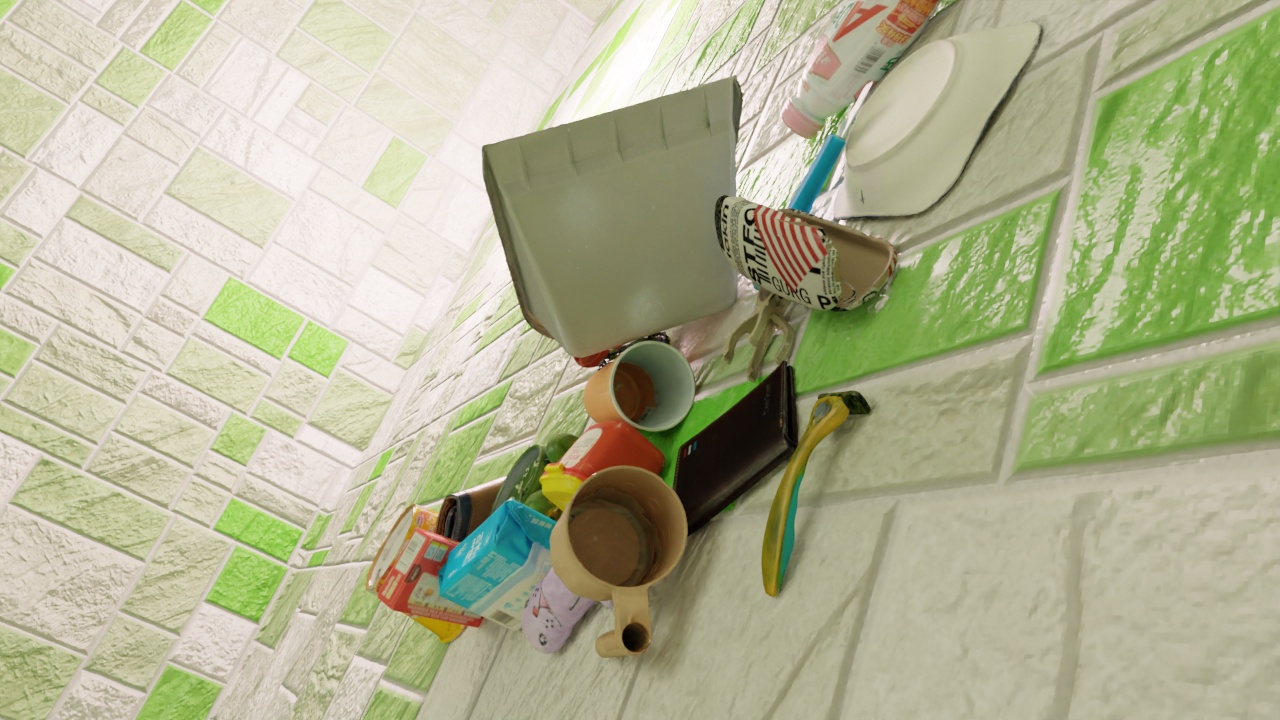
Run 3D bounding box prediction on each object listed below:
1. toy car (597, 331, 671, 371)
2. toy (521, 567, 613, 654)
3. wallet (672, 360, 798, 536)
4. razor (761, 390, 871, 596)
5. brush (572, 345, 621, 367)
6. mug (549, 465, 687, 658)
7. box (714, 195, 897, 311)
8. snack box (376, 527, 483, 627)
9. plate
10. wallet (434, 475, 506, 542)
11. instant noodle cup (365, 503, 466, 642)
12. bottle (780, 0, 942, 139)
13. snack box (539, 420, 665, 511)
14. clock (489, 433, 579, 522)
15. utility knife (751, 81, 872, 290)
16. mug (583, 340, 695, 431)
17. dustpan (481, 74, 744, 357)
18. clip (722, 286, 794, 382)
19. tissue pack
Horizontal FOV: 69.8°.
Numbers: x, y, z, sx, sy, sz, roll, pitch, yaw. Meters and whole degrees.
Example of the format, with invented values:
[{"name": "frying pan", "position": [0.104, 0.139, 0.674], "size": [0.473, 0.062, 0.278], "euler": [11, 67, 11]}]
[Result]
[{"name": "toy car", "position": [-0.006, 0.005, 0.933], "size": [0.105, 0.032, 0.048], "euler": [-25, 35, 40]}, {"name": "toy", "position": [-0.062, 0.198, 0.762], "size": [0.108, 0.039, 0.083], "euler": [-50, 42, 21]}, {"name": "wallet", "position": [0.068, 0.065, 0.668], "size": [0.123, 0.020, 0.096], "euler": [-44, 23, 32]}, {"name": "razor", "position": [0.098, 0.078, 0.557], "size": [0.043, 0.028, 0.132], "euler": [-7, 56, 63]}, {"name": "brush", "position": [-0.033, -0.057, 1.051], "size": [0.146, 0.063, 0.069], "euler": [-60, 5, 0]}, {"name": "mug", "position": [-0.018, 0.147, 0.653], "size": [0.104, 0.084, 0.124], "euler": [124, 143, -66]}, {"name": "box", "position": [0.121, -0.083, 0.678], "size": [0.163, 0.087, 0.076], "euler": [34, 137, 59]}, {"name": "snack box", "position": [-0.191, 0.220, 0.917], "size": [0.025, 0.153, 0.075], "euler": [24, 81, 30]}, {"name": "plate", "position": [0.203, -0.181, 0.681], "size": [0.163, 0.034, 0.164], "euler": [-59, 19, -3]}, {"name": "wallet", "position": [-0.173, 0.172, 0.986], "size": [0.115, 0.033, 0.090], "euler": [-13, -58, -61]}, {"name": "instant noodle cup", "position": [-0.239, 0.235, 1.050], "size": [0.138, 0.109, 0.137], "euler": [-49, 20, 24]}, {"name": "bottle", "position": [0.198, -0.284, 0.809], "size": [0.197, 0.068, 0.068], "euler": [-50, 19, 35]}, {"name": "snack box", "position": [-0.031, 0.096, 0.782], "size": [0.080, 0.082, 0.091], "euler": [-55, 16, -21]}, {"name": "clock", "position": [-0.097, 0.136, 0.922], "size": [0.162, 0.056, 0.115], "euler": [-35, 30, 50]}, {"name": "utility knife", "position": [0.138, -0.139, 0.741], "size": [0.034, 0.018, 0.192], "euler": [-77, 10, -56]}, {"name": "mug", "position": [-0.008, 0.029, 0.841], "size": [0.078, 0.078, 0.123], "euler": [-64, 13, -15]}, {"name": "dustpan", "position": [-0.021, -0.112, 0.836], "size": [0.222, 0.258, 0.142], "euler": [-19, 29, -12]}, {"name": "clip", "position": [0.091, -0.025, 0.727], "size": [0.083, 0.034, 0.104], "euler": [-46, 18, 33]}, {"name": "tissue pack", "position": [-0.119, 0.187, 0.842], "size": [0.140, 0.090, 0.063], "euler": [-44, 23, 38]}]
